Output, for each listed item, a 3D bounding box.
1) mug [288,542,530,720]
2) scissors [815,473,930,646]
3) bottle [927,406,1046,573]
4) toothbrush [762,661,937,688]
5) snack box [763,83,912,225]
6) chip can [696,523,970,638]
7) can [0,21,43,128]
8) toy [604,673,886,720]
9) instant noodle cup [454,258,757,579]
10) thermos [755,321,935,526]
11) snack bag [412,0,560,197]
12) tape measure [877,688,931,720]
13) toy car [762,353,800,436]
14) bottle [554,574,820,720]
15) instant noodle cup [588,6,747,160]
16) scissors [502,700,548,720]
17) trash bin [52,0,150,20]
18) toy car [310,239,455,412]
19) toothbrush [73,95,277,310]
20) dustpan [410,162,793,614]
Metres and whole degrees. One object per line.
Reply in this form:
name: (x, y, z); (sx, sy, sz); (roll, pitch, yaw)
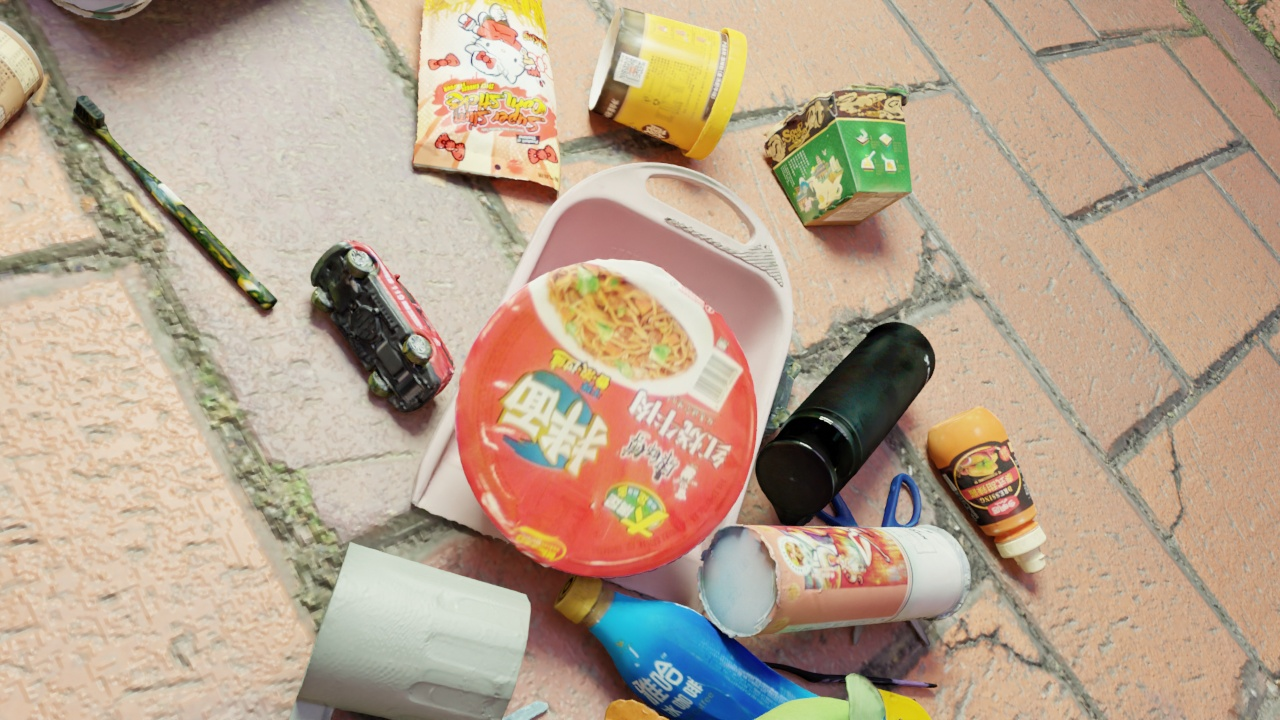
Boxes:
mug: (-0.125, 0.170, 0.488); (0.103, 0.084, 0.123); (18, 70, -14)
scissors: (0.185, 0.146, 0.738); (0.162, 0.012, 0.175); (43, 50, -2)
bottle: (0.310, 0.116, 0.804); (0.066, 0.067, 0.149); (-20, 80, -38)
toothbrush: (0.141, 0.230, 0.657); (0.189, 0.014, 0.016); (14, 63, -24)
snack box: (0.203, -0.195, 0.909); (0.117, 0.118, 0.105); (-7, 78, -34)
chip can: (0.138, 0.148, 0.628); (0.214, 0.071, 0.071); (9, 56, -40)
can: (-0.408, -0.149, 0.535); (0.058, 0.059, 0.116); (25, 51, -15)
toy: (0.054, 0.282, 0.500); (0.246, 0.090, 0.227); (-41, 88, -14)
instant noodle cup: (-0.024, 0.036, 0.582); (0.193, 0.066, 0.193); (1, 87, -18)
thermos: (0.166, 0.049, 0.736); (0.068, 0.090, 0.241); (24, 33, 24)
snack bag: (-0.127, -0.239, 0.770); (0.128, 0.073, 0.207); (7, 65, -28)
tape measure: (0.186, 0.267, 0.650); (0.057, 0.029, 0.059); (22, 53, -19)
toy car: (0.102, 0.023, 0.751); (0.043, 0.034, 0.090); (30, 48, -8)
bottle: (0.042, 0.203, 0.580); (0.218, 0.065, 0.065); (35, 49, -7)
instant noodle cup: (0.021, -0.255, 0.829); (0.114, 0.119, 0.118); (14, 55, -15)
scissors: (-0.101, 0.228, 0.512); (0.133, 0.017, 0.133); (-15, 66, -41)
trash bin: (-0.314, -0.389, 0.646); (0.229, 0.230, 0.251); (43, 44, -1)
toy car: (-0.169, -0.024, 0.606); (0.120, 0.053, 0.045); (55, 28, 1)
toothbrush: (-0.303, -0.103, 0.597); (0.186, 0.017, 0.012); (46, 46, 2)
dustpan: (-0.004, 0.004, 0.630); (0.222, 0.139, 0.272); (23, 51, -18)
